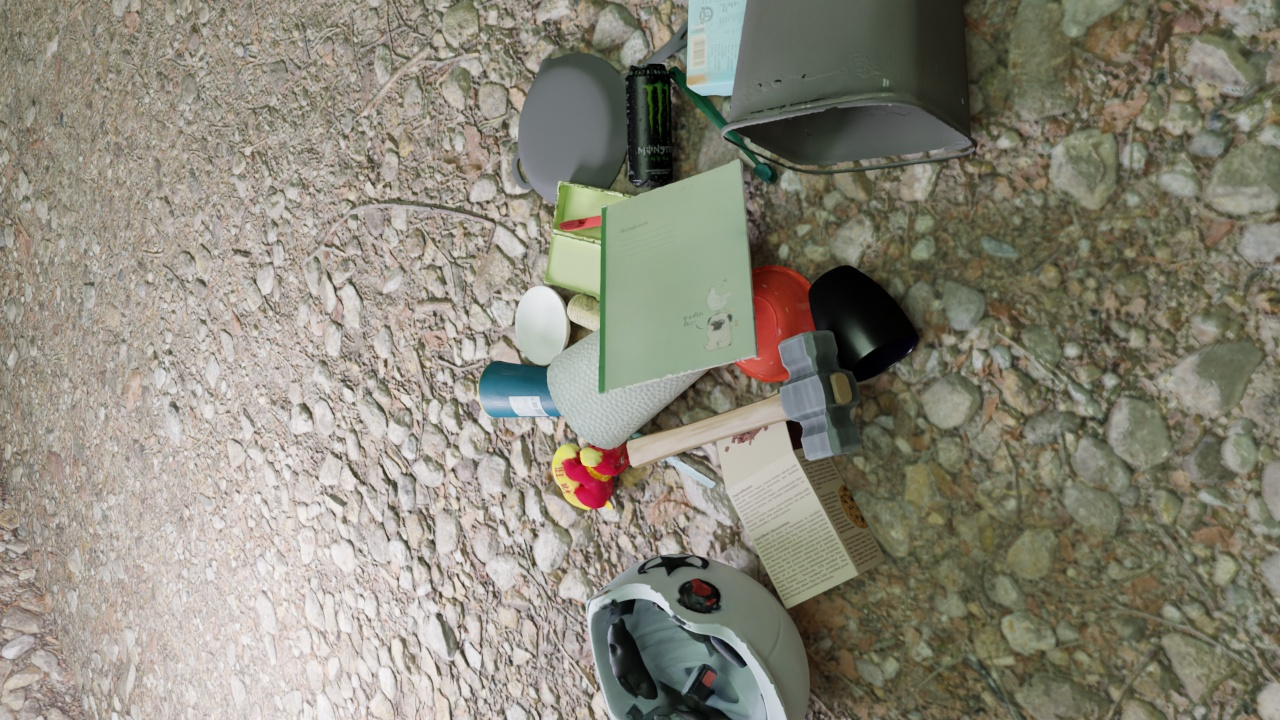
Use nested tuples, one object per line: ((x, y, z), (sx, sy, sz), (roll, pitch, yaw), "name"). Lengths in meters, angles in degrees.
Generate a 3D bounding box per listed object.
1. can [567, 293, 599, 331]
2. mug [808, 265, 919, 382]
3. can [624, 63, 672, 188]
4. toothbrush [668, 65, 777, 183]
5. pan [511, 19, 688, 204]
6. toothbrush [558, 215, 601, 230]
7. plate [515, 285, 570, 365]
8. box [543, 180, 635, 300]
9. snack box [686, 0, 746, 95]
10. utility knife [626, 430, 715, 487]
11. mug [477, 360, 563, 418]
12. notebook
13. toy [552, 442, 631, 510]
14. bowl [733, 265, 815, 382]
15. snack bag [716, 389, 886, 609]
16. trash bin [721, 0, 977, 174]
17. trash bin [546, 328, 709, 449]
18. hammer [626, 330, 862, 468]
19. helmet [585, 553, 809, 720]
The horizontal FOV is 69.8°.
((-0.052, -0.055, 1.148), (0.079, 0.038, 0.038), (24, 107, 34), "can")
((0.211, -0.032, 0.931), (0.100, 0.084, 0.119), (62, 153, 24), "mug")
((0.010, -0.271, 1.068), (0.054, 0.053, 0.138), (8, 105, 37), "can")
((0.090, -0.267, 1.034), (0.016, 0.017, 0.189), (-48, 68, 27), "toothbrush")
((-0.050, -0.321, 1.139), (0.356, 0.024, 0.216), (-30, 75, 35), "pan")
((-0.009, -0.173, 1.083), (0.213, 0.017, 0.012), (-5, 93, 32), "toothbrush")
((-0.122, -0.046, 1.207), (0.104, 0.026, 0.104), (5, 97, 44), "plate")
((-0.033, -0.139, 1.125), (0.187, 0.024, 0.137), (16, 101, 29), "box")
((0.096, -0.383, 1.002), (0.075, 0.053, 0.174), (3, 96, 31), "snack box")
((0.021, 0.110, 1.121), (0.177, 0.015, 0.022), (28, 114, 29), "utility knife")
((-0.143, 0.041, 1.205), (0.122, 0.078, 0.078), (3, 94, 33), "mug")
((0.034, -0.093, 0.997), (0.182, 0.010, 0.252), (-15, 58, 24), "notebook")
((-0.060, 0.142, 1.154), (0.138, 0.067, 0.105), (-41, 78, 43), "toy")
((0.132, -0.040, 1.003), (0.131, 0.045, 0.130), (2, 94, 37), "bowl")
((0.159, 0.144, 0.979), (0.095, 0.069, 0.206), (-37, 71, 33), "snack bag")
((0.199, -0.309, 0.853), (0.198, 0.197, 0.220), (1, 88, 39), "trash bin")
((-0.006, 0.006, 1.066), (0.162, 0.133, 0.133), (-36, 71, 28), "trash bin")
((0.091, 0.068, 0.974), (0.324, 0.051, 0.117), (-24, 75, 49), "hammer")
((0.078, 0.314, 0.990), (0.264, 0.163, 0.237), (7, 117, 40), "helmet")
